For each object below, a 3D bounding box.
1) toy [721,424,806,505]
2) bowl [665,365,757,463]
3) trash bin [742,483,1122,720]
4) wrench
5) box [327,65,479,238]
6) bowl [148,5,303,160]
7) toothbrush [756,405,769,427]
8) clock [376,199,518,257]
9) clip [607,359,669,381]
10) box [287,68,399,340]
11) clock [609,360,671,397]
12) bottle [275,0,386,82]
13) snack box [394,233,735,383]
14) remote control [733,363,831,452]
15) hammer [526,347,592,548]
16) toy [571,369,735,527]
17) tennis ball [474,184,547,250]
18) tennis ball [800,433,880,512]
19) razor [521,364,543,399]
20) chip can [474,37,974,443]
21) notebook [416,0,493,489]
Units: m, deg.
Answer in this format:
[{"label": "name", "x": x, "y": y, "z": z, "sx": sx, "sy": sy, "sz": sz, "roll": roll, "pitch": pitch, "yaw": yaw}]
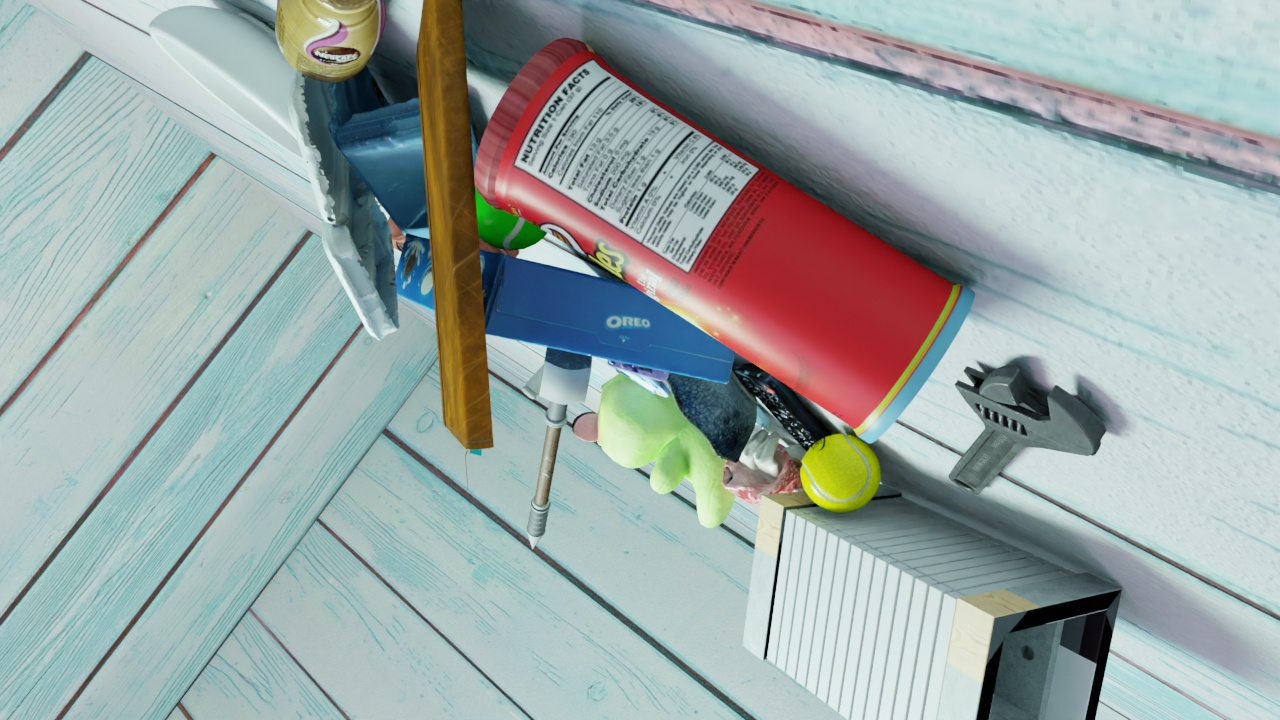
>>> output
[{"label": "toy", "x": 0.146, "y": 0.117, "z": 0.899, "sx": 0.194, "sy": 0.084, "sz": 0.159, "roll": 36, "pitch": -169, "yaw": -47}, {"label": "bowl", "x": 0.067, "y": 0.033, "z": 0.810, "sx": 0.110, "sy": 0.055, "sz": 0.110, "roll": 50, "pitch": -170, "yaw": -13}, {"label": "trash bin", "x": 0.221, "y": 0.211, "z": 0.749, "sx": 0.142, "sy": 0.142, "sz": 0.247, "roll": -1, "pitch": -168, "yaw": -31}, {"label": "wrench", "x": 0.212, "y": 0.052, "z": 0.545, "sx": 0.073, "sy": 0.018, "sz": 0.273, "roll": 32, "pitch": 172, "yaw": 19}, {"label": "box", "x": -0.170, "y": -0.176, "z": 0.714, "sx": 0.231, "sy": 0.094, "sz": 0.111, "roll": 95, "pitch": 163, "yaw": -82}, {"label": "bowl", "x": -0.341, "y": -0.257, "z": 0.823, "sx": 0.176, "sy": 0.066, "sz": 0.177, "roll": 35, "pitch": 171, "yaw": 6}, {"label": "toothbrush", "x": 0.083, "y": 0.024, "z": 0.879, "sx": 0.155, "sy": 0.022, "sz": 0.016, "roll": 42, "pitch": -149, "yaw": -38}, {"label": "clock", "x": -0.211, "y": -0.131, "z": 0.981, "sx": 0.157, "sy": 0.072, "sz": 0.121, "roll": 37, "pitch": 171, "yaw": -12}, {"label": "clip", "x": -0.004, "y": 0.004, "z": 0.736, "sx": 0.051, "sy": 0.014, "sz": 0.043, "roll": 13, "pitch": -176, "yaw": -19}, {"label": "box", "x": -0.225, "y": -0.134, "z": 0.690, "sx": 0.209, "sy": 0.045, "sz": 0.192, "roll": -117, "pitch": 12, "yaw": -53}, {"label": "clock", "x": 0.001, "y": -0.011, "z": 0.887, "sx": 0.089, "sy": 0.052, "sz": 0.125, "roll": 34, "pitch": 171, "yaw": 16}, {"label": "bottle", "x": -0.170, "y": -0.199, "z": 0.509, "sx": 0.059, "sy": 0.059, "sz": 0.166, "roll": 39, "pitch": 170, "yaw": -21}, {"label": "snack box", "x": -0.067, "y": -0.044, "z": 0.712, "sx": 0.195, "sy": 0.056, "sz": 0.239, "roll": 12, "pitch": -175, "yaw": -30}, {"label": "remote control", "x": 0.137, "y": 0.049, "z": 0.799, "sx": 0.047, "sy": 0.022, "sz": 0.150, "roll": 26, "pitch": 166, "yaw": 50}, {"label": "hammer", "x": -0.094, "y": 0.089, "z": 0.968, "sx": 0.043, "sy": 0.323, "sz": 0.155, "roll": 9, "pitch": -144, "yaw": -6}, {"label": "toy", "x": 0.034, "y": 0.071, "z": 0.966, "sx": 0.197, "sy": 0.149, "sz": 0.107, "roll": 35, "pitch": 143, "yaw": 8}, {"label": "tennis ball", "x": -0.093, "y": -0.112, "z": 0.659, "sx": 0.065, "sy": 0.065, "sz": 0.065, "roll": 35, "pitch": 171, "yaw": 6}, {"label": "tennis ball", "x": 0.168, "y": 0.094, "z": 0.768, "sx": 0.065, "sy": 0.065, "sz": 0.065, "roll": 35, "pitch": 171, "yaw": 6}, {"label": "razor", "x": -0.094, "y": -0.004, "z": 1.070, "sx": 0.047, "sy": 0.116, "sz": 0.088, "roll": 41, "pitch": 171, "yaw": -4}, {"label": "chip can", "x": 0.035, "y": -0.055, "z": 0.418, "sx": 0.213, "sy": 0.087, "sz": 0.087, "roll": 33, "pitch": 171, "yaw": 7}, {"label": "notebook", "x": -0.106, "y": -0.067, "z": 0.512, "sx": 0.014, "sy": 0.249, "sz": 0.178, "roll": -4, "pitch": -178, "yaw": -16}]
